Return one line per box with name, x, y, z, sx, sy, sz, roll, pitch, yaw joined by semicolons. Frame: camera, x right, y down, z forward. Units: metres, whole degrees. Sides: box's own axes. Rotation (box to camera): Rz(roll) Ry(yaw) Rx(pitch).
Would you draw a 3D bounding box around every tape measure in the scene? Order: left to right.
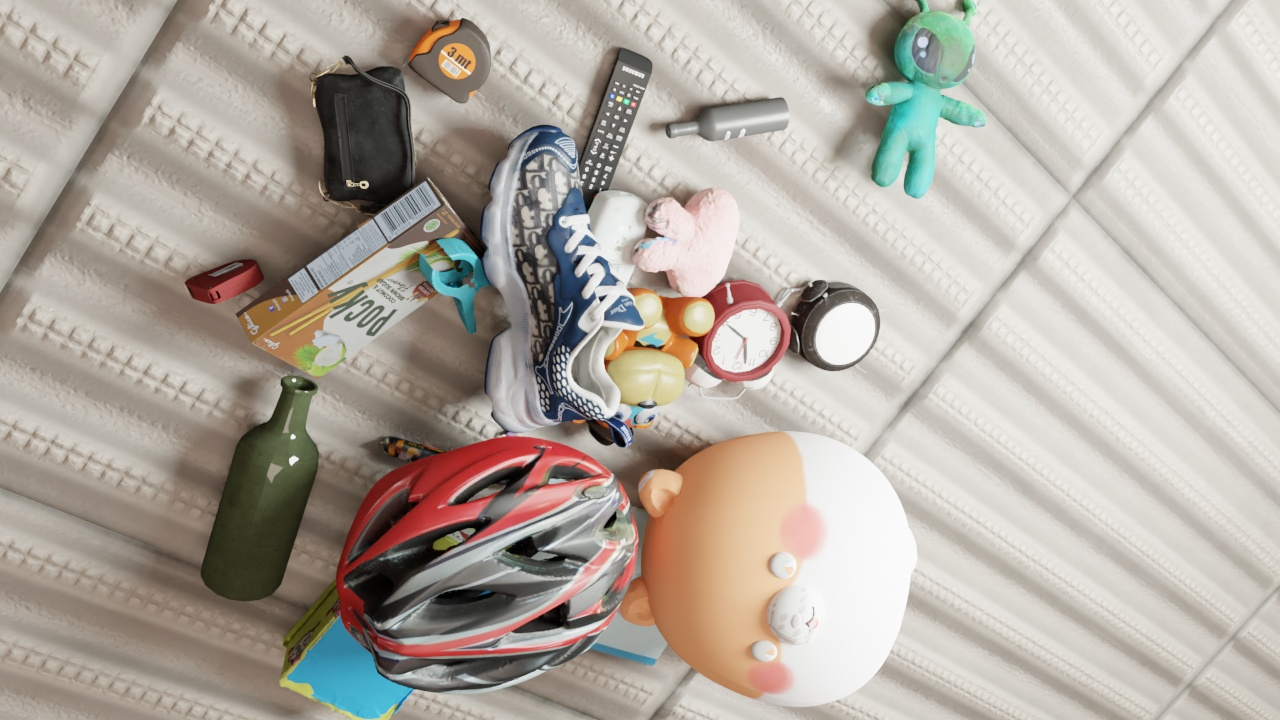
tape measure;-0.340;-0.067;0.752;0.051;0.059;0.019;-37;123;-35
tape measure;-0.151;-0.247;0.743;0.058;0.038;0.059;32;113;-27

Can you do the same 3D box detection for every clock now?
clock;0.096;-0.018;0.910;0.096;0.048;0.138;3;120;-19
clock;0.198;-0.035;0.945;0.122;0.043;0.091;15;107;-23

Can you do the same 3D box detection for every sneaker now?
sneaker;-0.055;-0.059;0.775;0.103;0.132;0.270;-24;120;-59

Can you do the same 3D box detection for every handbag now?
handbag;-0.223;-0.179;0.739;0.079;0.054;0.129;-5;116;-12

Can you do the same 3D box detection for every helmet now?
helmet;-0.118;0.180;0.792;0.271;0.167;0.218;-11;119;-26

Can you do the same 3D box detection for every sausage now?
sausage;-0.180;0.100;0.892;0.155;0.020;0.020;19;105;-24

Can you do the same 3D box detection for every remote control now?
remote control;-0.030;-0.099;0.842;0.060;0.028;0.114;-3;121;-38
remote control;-0.029;-0.201;0.814;0.033;0.015;0.147;15;107;-23

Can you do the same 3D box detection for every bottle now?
bottle;-0.332;0.112;0.819;0.071;0.071;0.207;16;107;-24
bottle;0.077;-0.216;0.834;0.113;0.030;0.030;-12;116;-13

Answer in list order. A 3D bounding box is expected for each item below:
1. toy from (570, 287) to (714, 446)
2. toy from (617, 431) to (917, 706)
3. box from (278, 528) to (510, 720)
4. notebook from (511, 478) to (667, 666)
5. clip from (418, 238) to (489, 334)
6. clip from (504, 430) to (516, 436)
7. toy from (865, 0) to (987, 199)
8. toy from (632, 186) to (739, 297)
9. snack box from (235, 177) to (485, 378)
toy;-0.006;0.005;0.869;0.112;0.096;0.177;5;135;-32
toy;0.124;0.199;0.901;0.280;0.265;0.263;9;99;-9
box;-0.239;0.246;0.903;0.124;0.080;0.221;37;100;-23
notebook;-0.044;0.235;1.002;0.253;0.009;0.181;25;103;-26
clip;-0.141;-0.077;0.789;0.103;0.027;0.120;-46;158;4
clip;-0.116;0.055;0.899;0.051;0.014;0.045;-36;116;3
toy;0.263;-0.253;0.862;0.130;0.072;0.193;10;100;-24
toy;0.043;-0.111;0.847;0.105;0.053;0.108;4;116;-39
snack box;-0.226;-0.064;0.766;0.186;0.031;0.101;-36;160;-1
